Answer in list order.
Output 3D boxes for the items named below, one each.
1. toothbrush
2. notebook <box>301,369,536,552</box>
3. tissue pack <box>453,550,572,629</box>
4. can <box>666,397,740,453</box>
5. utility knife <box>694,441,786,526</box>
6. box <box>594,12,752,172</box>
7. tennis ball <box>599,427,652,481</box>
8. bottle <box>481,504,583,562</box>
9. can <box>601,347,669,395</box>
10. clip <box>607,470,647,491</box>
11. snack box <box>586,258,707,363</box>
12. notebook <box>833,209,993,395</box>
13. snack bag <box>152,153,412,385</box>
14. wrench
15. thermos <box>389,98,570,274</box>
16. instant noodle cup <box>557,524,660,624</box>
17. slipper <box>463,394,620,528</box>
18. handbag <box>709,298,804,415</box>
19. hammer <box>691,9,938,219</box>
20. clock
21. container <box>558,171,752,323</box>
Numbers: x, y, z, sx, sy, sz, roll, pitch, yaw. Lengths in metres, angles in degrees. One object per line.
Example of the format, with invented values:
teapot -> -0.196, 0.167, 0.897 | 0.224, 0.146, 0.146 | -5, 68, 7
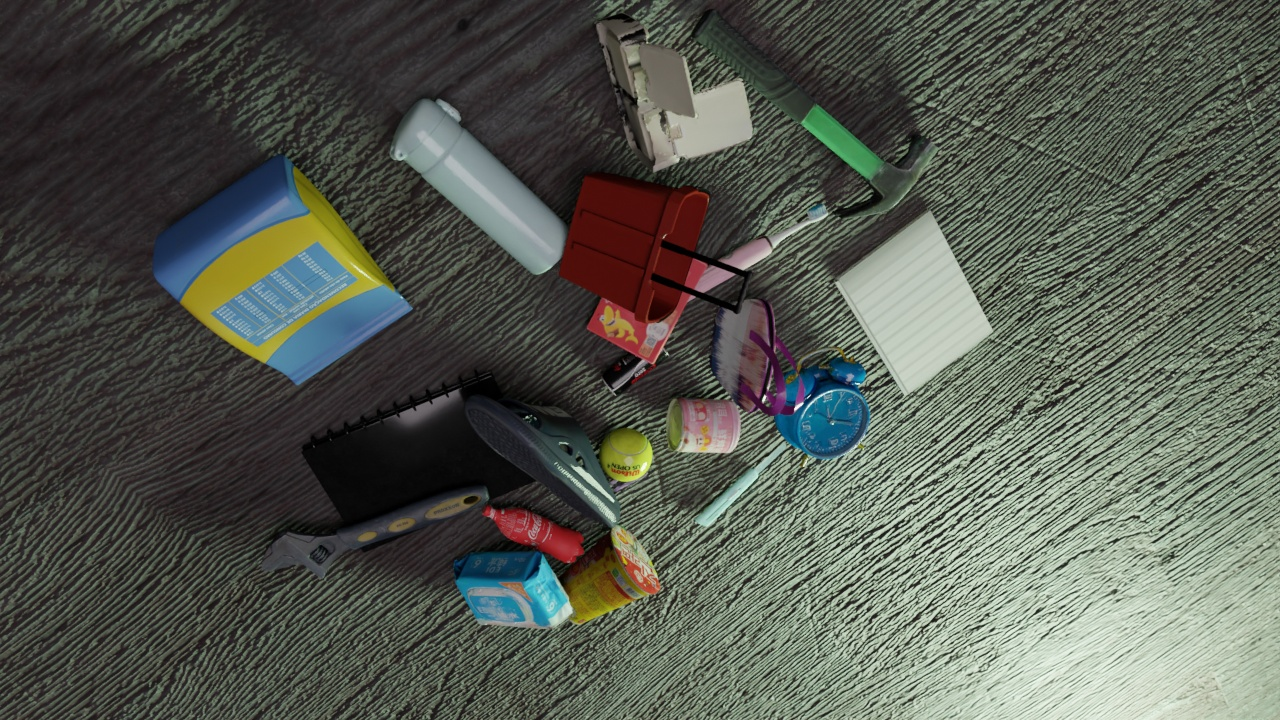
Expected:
toothbrush -> 0.121, -0.121, 1.069 | 0.222, 0.027, 0.026 | -30, 125, 0
notebook -> -0.256, 0.119, 1.086 | 0.231, 0.019, 0.169 | -22, 120, -4
tissue pack -> -0.163, 0.287, 1.143 | 0.145, 0.061, 0.093 | -6, 124, 30
can -> 0.077, 0.080, 1.130 | 0.076, 0.067, 0.067 | 3, 114, -15
utility knife -> 0.135, 0.163, 1.218 | 0.158, 0.015, 0.022 | -44, 117, 4
box -> 0.036, -0.263, 0.896 | 0.100, 0.186, 0.145 | -31, 128, -18
tennis ball -> -0.018, 0.115, 1.122 | 0.065, 0.065, 0.065 | -6, 116, -13
bottle -> -0.135, 0.213, 1.150 | 0.141, 0.042, 0.042 | 29, 104, -25
can -> -0.006, 0.006, 1.092 | 0.080, 0.031, 0.031 | -37, 119, 4
clip -> -0.017, 0.147, 1.168 | 0.052, 0.013, 0.036 | -28, 117, 2
snack box -> 0.007, -0.074, 1.044 | 0.089, 0.021, 0.133 | 29, 106, 1
notebook -> 0.350, -0.068, 1.167 | 0.142, 0.009, 0.210 | -37, 119, 3
snack bag -> -0.353, -0.078, 0.926 | 0.159, 0.102, 0.205 | -33, 132, 2
wrench -> -0.313, 0.199, 1.087 | 0.273, 0.022, 0.073 | -19, 115, -5
thermos -> -0.161, -0.177, 0.942 | 0.207, 0.065, 0.078 | 42, 85, -27
instant noodle cup -> -0.051, 0.282, 1.183 | 0.112, 0.100, 0.100 | -33, 119, 13
slipper -> -0.093, 0.105, 1.073 | 0.083, 0.111, 0.268 | -57, 135, -18
handbag -> 0.140, 0.008, 1.053 | 0.068, 0.170, 0.145 | -1, 115, -15
hammer -> 0.184, -0.272, 1.012 | 0.318, 0.032, 0.130 | 32, 104, -25
clock -> 0.231, 0.054, 1.163 | 0.116, 0.060, 0.161 | -17, 117, -7
container -> 0.030, -0.110, 0.952 | 0.201, 0.126, 0.148 | 21, 107, 15
